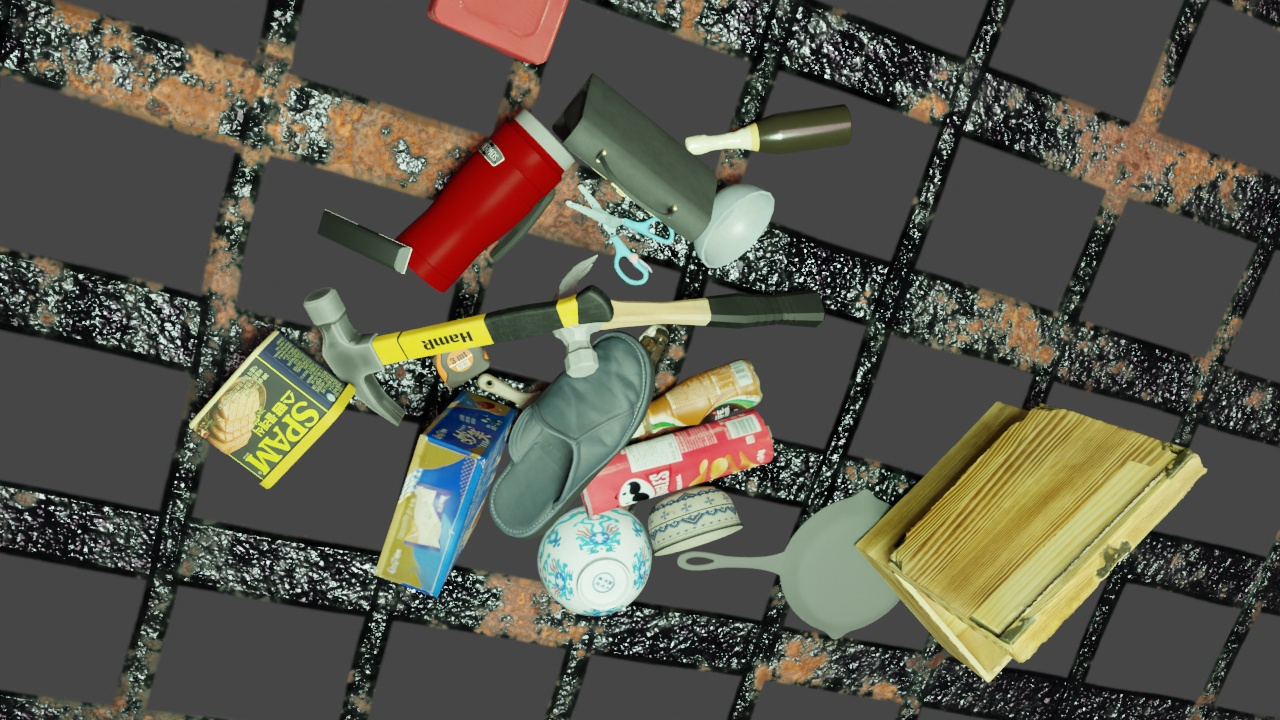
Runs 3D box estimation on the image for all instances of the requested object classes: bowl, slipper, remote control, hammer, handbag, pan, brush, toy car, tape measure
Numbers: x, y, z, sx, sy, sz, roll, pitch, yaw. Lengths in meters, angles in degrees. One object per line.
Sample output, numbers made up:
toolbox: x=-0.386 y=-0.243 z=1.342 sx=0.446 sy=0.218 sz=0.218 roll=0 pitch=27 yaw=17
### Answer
bowl: x=-0.049 y=0.255 z=1.111 sx=0.144 sy=0.074 sz=0.144 roll=-3 pitch=105 yaw=-11
slipper: x=-0.085 y=0.081 z=1.016 sx=0.109 sy=0.083 sz=0.265 roll=38 pitch=91 yaw=23
remote control: x=-0.290 y=-0.124 z=0.952 sx=0.124 sy=0.011 sz=0.028 roll=24 pitch=101 yaw=23
bowl: x=0.061 y=0.189 z=1.104 sx=0.115 sy=0.116 sz=0.059 roll=-16 pitch=73 yaw=-8
hammer: x=-0.183 y=-0.024 z=0.963 sx=0.325 sy=0.034 sz=0.170 roll=-11 pitch=121 yaw=16
handbag: x=-0.002 y=-0.189 z=0.931 sx=0.175 sy=0.195 sz=0.072 roll=35 pitch=111 yaw=-18
pan: x=0.221 y=0.270 z=1.199 sx=0.354 sy=0.024 sz=0.217 roll=5 pitch=104 yaw=-13
brush: x=-0.122 y=0.054 z=1.074 sx=0.151 sy=0.012 sz=0.039 roll=29 pitch=97 yaw=-18
toy car: x=-0.006 y=0.006 z=1.071 sx=0.040 sy=0.048 sz=0.113 roll=34 pitch=95 yaw=26
tape measure: x=-0.205 y=-0.007 z=1.029 sx=0.058 sy=0.038 sz=0.059 roll=-31 pitch=122 yaw=-2
hammer: x=0.060 y=-0.055 z=1.040 sx=0.327 sy=0.039 sz=0.131 roll=-3 pitch=68 yaw=-21
bowl: x=0.098 y=-0.157 z=1.030 sx=0.106 sy=0.106 sz=0.039 roll=-43 pitch=65 yaw=1

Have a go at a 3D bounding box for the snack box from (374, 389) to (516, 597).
snack box: x=-0.201 y=0.133 z=0.974 sx=0.069 sy=0.202 sz=0.155 roll=19 pitch=100 yaw=-3

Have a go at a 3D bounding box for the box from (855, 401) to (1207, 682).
box: x=0.468 y=0.228 z=1.069 sx=0.279 sy=0.336 sz=0.286 roll=-44 pitch=107 yaw=-4

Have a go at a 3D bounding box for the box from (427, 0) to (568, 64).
box: x=-0.130 y=-0.390 z=0.911 sx=0.129 sy=0.097 sz=0.158 roll=17 pitch=101 yaw=-21

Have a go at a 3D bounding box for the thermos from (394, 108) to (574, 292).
thermos: x=-0.159 y=-0.162 z=0.976 sx=0.198 sy=0.084 sz=0.108 roll=-44 pitch=138 yaw=4

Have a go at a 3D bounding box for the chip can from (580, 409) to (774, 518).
chip can: x=0.040 y=0.121 z=1.096 sx=0.233 sy=0.073 sz=0.073 roll=-15 pitch=107 yaw=-9

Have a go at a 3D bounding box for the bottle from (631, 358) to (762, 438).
bottle: x=0.059 y=0.050 z=1.086 sx=0.167 sy=0.059 sz=0.059 roll=-19 pitch=108 yaw=-7

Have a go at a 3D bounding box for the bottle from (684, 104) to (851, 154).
bottle: x=0.141 y=-0.253 z=1.031 sx=0.184 sy=0.045 sz=0.045 roll=-8 pitch=106 yaw=-2

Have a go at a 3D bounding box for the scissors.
scissors: x=-0.017 y=-0.158 z=1.038 sx=0.095 sy=0.015 sz=0.142 roll=-38 pitch=115 yaw=1

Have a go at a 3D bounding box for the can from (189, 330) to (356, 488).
can: x=-0.390 y=0.051 z=0.972 sx=0.104 sy=0.075 sz=0.135 roll=42 pitch=108 yaw=-16
